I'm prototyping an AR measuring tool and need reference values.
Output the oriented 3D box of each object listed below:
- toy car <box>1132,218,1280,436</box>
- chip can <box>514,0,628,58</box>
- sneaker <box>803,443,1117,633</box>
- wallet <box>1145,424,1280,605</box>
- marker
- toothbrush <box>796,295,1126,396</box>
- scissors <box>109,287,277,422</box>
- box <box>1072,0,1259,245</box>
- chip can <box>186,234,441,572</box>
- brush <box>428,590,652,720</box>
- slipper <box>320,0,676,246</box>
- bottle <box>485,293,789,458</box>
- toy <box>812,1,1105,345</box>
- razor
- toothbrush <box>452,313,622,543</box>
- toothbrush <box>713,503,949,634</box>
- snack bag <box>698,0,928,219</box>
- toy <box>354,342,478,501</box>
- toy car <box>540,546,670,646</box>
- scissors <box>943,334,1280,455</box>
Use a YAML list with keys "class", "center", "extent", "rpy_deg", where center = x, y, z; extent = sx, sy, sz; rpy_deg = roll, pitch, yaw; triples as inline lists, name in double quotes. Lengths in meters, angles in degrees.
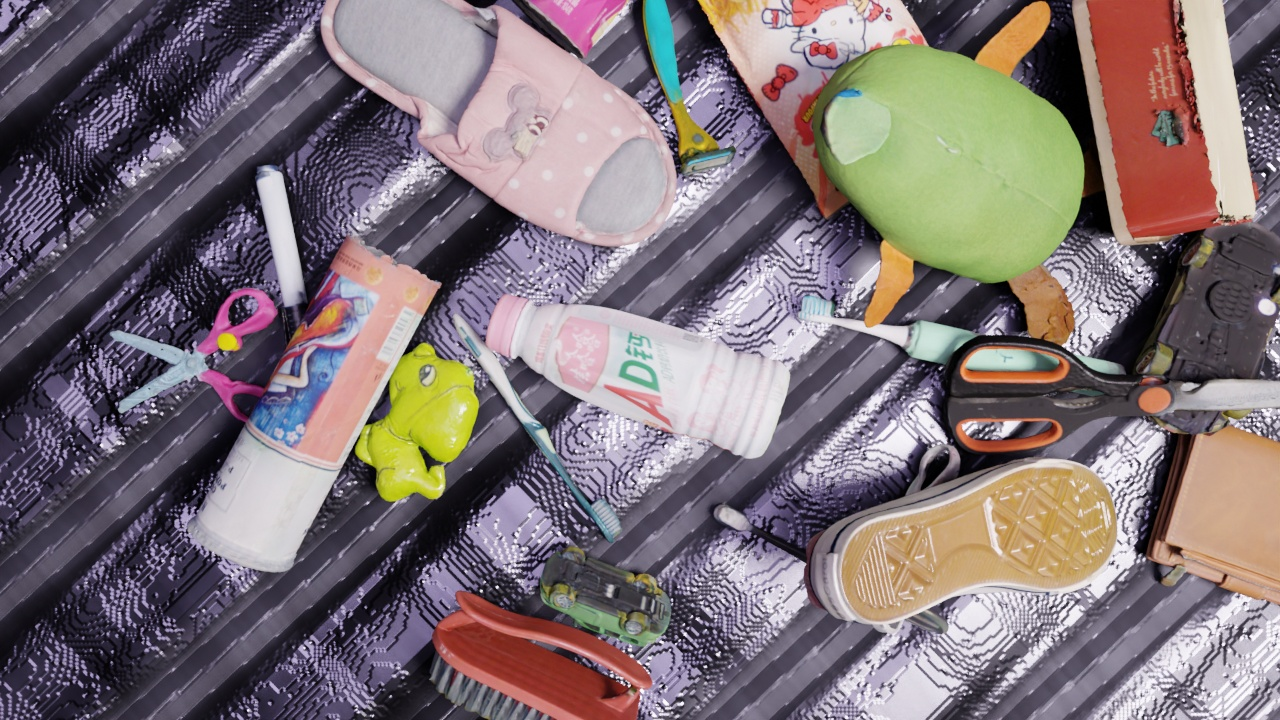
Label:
- class: "toy car"
  center: [0.385, -0.024, 0.617]
  extent: [0.070, 0.042, 0.158]
  rpy_deg: [28, 79, 7]
- class: "chip can"
  center: [0.003, -0.302, 0.598]
  extent: [0.071, 0.071, 0.210]
  rpy_deg: [40, 96, 1]
- class: "sneaker"
  center: [0.200, 0.115, 0.595]
  extent: [0.240, 0.088, 0.118]
  rpy_deg: [-8, 88, -24]
- class: "wallet"
  center: [0.420, 0.112, 0.620]
  extent: [0.130, 0.035, 0.119]
  rpy_deg: [20, 89, 2]
- class: "marker"
  center: [-0.245, -0.069, 0.630]
  extent: [0.022, 0.018, 0.130]
  rpy_deg: [-13, 90, -19]
- class: "toothbrush"
  center: [0.217, -0.009, 0.627]
  extent: [0.224, 0.026, 0.027]
  rpy_deg: [12, 97, 1]
- class: "scissors"
  center: [-0.300, 0.008, 0.632]
  extent: [0.133, 0.017, 0.125]
  rpy_deg: [-31, 93, 4]
- class: "box"
  center: [0.345, -0.165, 0.587]
  extent: [0.091, 0.080, 0.168]
  rpy_deg: [-9, 89, -42]
- class: "chip can"
  center: [-0.211, 0.027, 0.602]
  extent: [0.071, 0.071, 0.214]
  rpy_deg: [28, 89, 0]
- class: "brush"
  center: [-0.068, 0.204, 0.604]
  extent: [0.146, 0.063, 0.069]
  rpy_deg: [24, 101, 2]
- class: "slipper"
  center: [-0.095, -0.174, 0.615]
  extent: [0.274, 0.054, 0.114]
  rpy_deg: [35, 89, 1]
- class: "bottle"
  center: [-0.004, 0.004, 0.608]
  extent: [0.197, 0.068, 0.068]
  rpy_deg: [19, 89, 4]
- class: "toy"
  center: [0.207, -0.118, 0.583]
  extent: [0.246, 0.090, 0.227]
  rpy_deg: [24, 93, -25]
- class: "razor"
  center: [0.025, -0.194, 0.628]
  extent: [0.043, 0.028, 0.132]
  rpy_deg: [-19, 92, -24]
- class: "toothbrush"
  center: [-0.071, 0.044, 0.631]
  extent: [0.018, 0.016, 0.191]
  rpy_deg: [-35, 90, -11]
- class: "toothbrush"
  center: [0.132, 0.144, 0.630]
  extent: [0.181, 0.018, 0.015]
  rpy_deg: [28, 81, -1]
- class: "snack bag"
  center: [0.123, -0.215, 0.619]
  extent: [0.128, 0.073, 0.208]
  rpy_deg: [-35, 97, -1]
- class: "toy"
  center: [-0.147, 0.043, 0.621]
  extent: [0.100, 0.031, 0.096]
  rpy_deg: [-35, 77, 6]
- class: "toy car"
  center: [-0.025, 0.160, 0.613]
  extent: [0.091, 0.043, 0.036]
  rpy_deg: [25, 125, -6]
- class: "scissors"
  center: [0.316, 0.034, 0.599]
  extent: [0.235, 0.021, 0.137]
  rpy_deg: [17, 122, 5]
